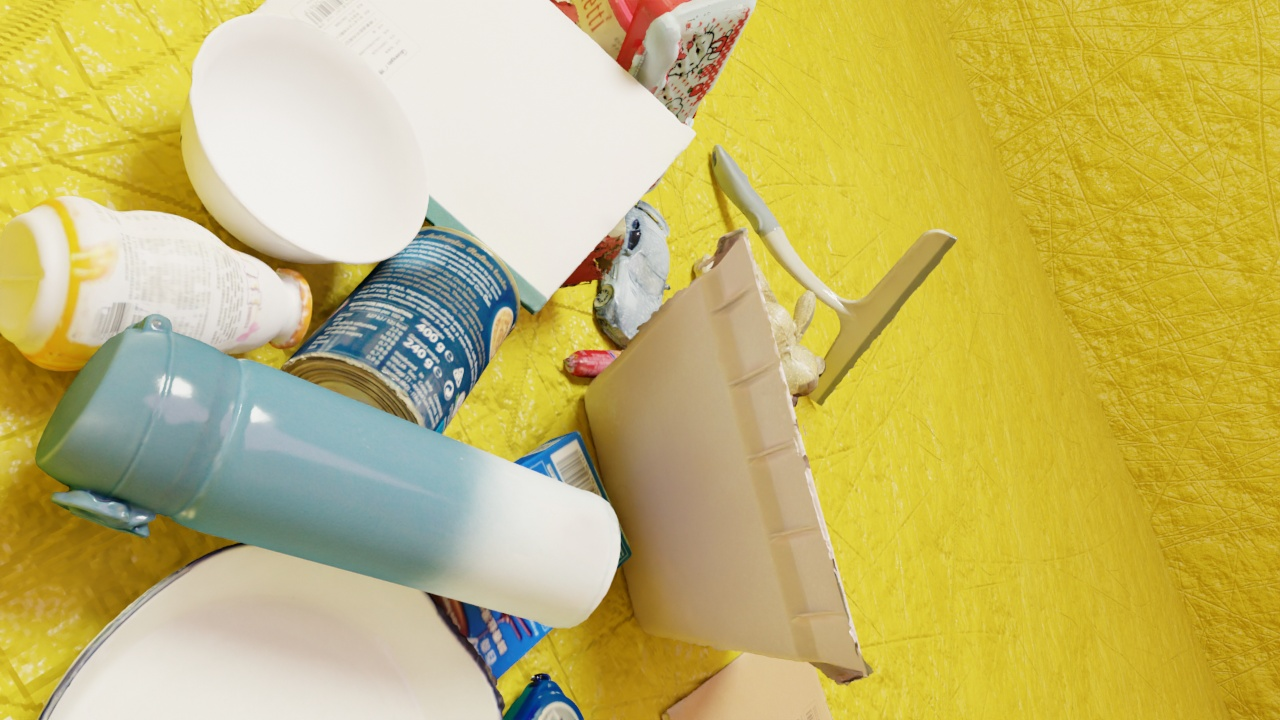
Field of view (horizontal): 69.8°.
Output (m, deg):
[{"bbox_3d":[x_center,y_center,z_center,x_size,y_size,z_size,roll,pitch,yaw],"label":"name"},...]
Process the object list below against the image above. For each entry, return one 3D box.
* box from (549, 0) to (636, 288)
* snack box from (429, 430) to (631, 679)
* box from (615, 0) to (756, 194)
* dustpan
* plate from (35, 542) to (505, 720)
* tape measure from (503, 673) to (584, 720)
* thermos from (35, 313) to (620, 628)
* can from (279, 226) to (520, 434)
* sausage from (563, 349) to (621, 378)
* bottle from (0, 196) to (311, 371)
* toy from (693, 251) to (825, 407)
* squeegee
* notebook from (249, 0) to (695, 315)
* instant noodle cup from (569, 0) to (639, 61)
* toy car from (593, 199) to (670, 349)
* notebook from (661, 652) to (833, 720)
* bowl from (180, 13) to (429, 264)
[{"bbox_3d":[-0.055,-0.134,0.565,0.079,0.091,0.168,-10,77,-16],"label":"box"},{"bbox_3d":[-0.066,0.103,0.495,0.156,0.026,0.084,-29,96,-58],"label":"snack box"},{"bbox_3d":[0.007,-0.163,0.601,0.086,0.202,0.048,-36,81,-29],"label":"box"},{"bbox_3d":[0.070,0.063,0.560,0.138,0.274,0.222,-6,79,-31],"label":"dustpan"},{"bbox_3d":[-0.133,0.172,0.340,0.204,0.046,0.204,34,46,-44],"label":"plate"},{"bbox_3d":[-0.052,0.196,0.465,0.054,0.025,0.058,60,37,-17],"label":"tape measure"},{"bbox_3d":[-0.107,0.053,0.358,0.220,0.070,0.070,28,50,-38],"label":"thermos"},{"bbox_3d":[-0.113,-0.005,0.441,0.075,0.075,0.110,53,36,-23],"label":"can"},{"bbox_3d":[-0.004,0.004,0.653,0.155,0.020,0.020,5,68,-55],"label":"sausage"},{"bbox_3d":[-0.184,-0.025,0.359,0.108,0.063,0.063,6,68,-54],"label":"bottle"},{"bbox_3d":[0.104,-0.032,0.803,0.105,0.066,0.157,-42,106,-22],"label":"toy"},{"bbox_3d":[0.130,-0.110,0.839,0.039,0.247,0.246,-24,67,-31],"label":"squeegee"},{"bbox_3d":[-0.089,-0.145,0.497,0.209,0.012,0.150,42,68,-7],"label":"notebook"},{"bbox_3d":[-0.025,-0.240,0.658,0.116,0.124,0.116,9,62,-54],"label":"instant noodle cup"},{"bbox_3d":[-0.003,-0.063,0.678,0.054,0.037,0.120,40,46,-39],"label":"toy car"},{"bbox_3d":[0.092,0.279,0.646,0.207,0.008,0.147,-8,78,-57],"label":"notebook"},{"bbox_3d":[-0.164,-0.089,0.423,0.118,0.065,0.118,29,50,-42],"label":"bowl"}]
